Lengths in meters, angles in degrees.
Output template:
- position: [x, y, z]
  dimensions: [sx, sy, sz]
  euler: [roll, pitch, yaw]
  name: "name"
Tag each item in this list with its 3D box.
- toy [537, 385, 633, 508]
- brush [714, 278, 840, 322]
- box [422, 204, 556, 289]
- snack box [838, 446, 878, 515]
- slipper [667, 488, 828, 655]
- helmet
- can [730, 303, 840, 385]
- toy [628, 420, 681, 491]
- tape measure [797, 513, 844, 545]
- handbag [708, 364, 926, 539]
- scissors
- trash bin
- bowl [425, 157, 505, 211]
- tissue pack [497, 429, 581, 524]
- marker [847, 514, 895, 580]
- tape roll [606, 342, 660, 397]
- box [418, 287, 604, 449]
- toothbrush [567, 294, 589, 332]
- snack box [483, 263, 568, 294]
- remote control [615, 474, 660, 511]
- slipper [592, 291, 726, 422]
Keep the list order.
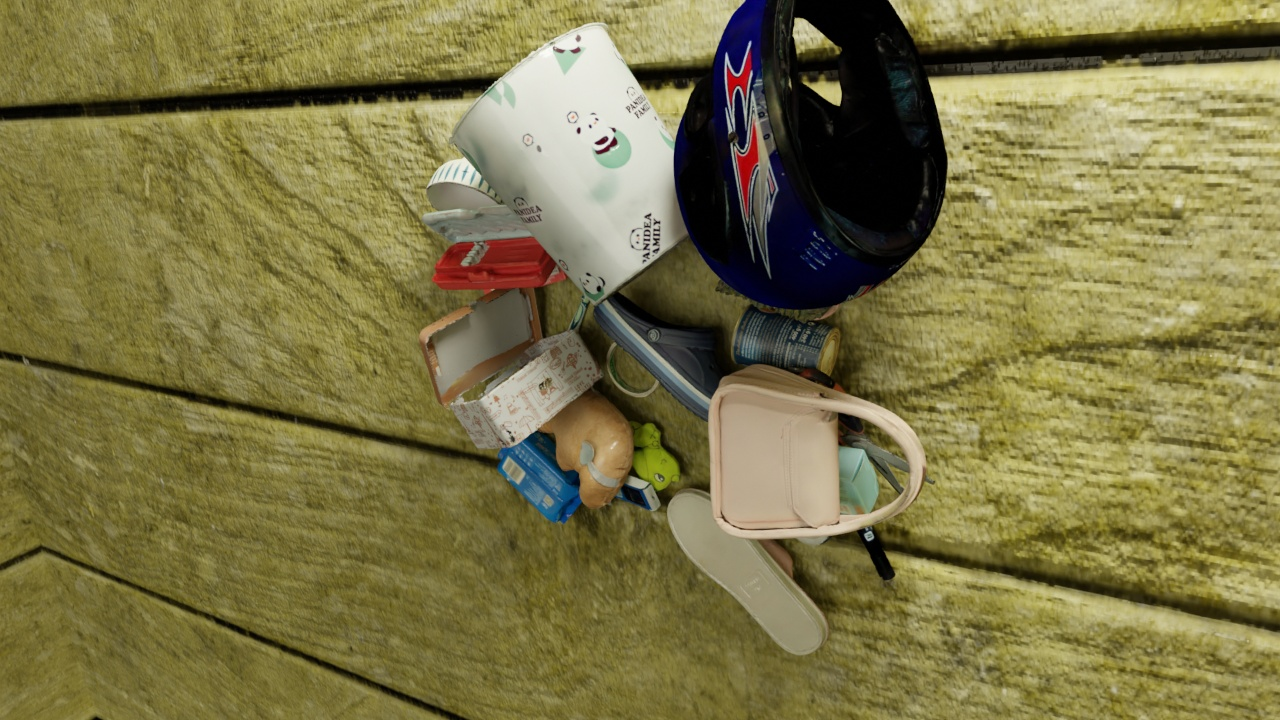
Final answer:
- position: [-0.086, 0.101, 1.293]
  dimensions: [0.226, 0.082, 0.143]
  euler: [45, 114, 44]
  name: "toy"
- position: [0.163, -0.090, 1.065]
  dimensions: [0.146, 0.072, 0.063]
  euler: [22, 119, 19]
  name: "brush"
- position: [-0.210, -0.159, 1.225]
  dimensions: [0.202, 0.095, 0.101]
  euler: [1, 143, 35]
  name: "box"
- position: [0.197, 0.139, 1.121]
  dimensions: [0.175, 0.051, 0.074]
  euler: [5, 141, 36]
  name: "snack box"
- position: [0.146, 0.275, 1.231]
  dimensions: [0.274, 0.054, 0.114]
  euler: [45, 126, 14]
  name: "slipper"
- position: [0.148, -0.207, 0.928]
  dimensions: [0.241, 0.246, 0.315]
  euler: [-8, 99, 58]
  name: "helmet"
- position: [0.173, -0.017, 1.085]
  dimensions: [0.111, 0.075, 0.075]
  euler: [17, 117, 26]
  name: "can"
- position: [0.013, 0.133, 1.275]
  dimensions: [0.097, 0.031, 0.100]
  euler: [4, 107, 37]
  name: "toy"
- position: [0.220, 0.200, 1.167]
  dimensions: [0.066, 0.033, 0.066]
  euler: [31, 120, 21]
  name: "tape measure"
- position: [0.194, 0.110, 1.016]
  dimensions: [0.235, 0.093, 0.193]
  euler: [5, 112, 27]
  name: "handbag"
- position: [0.239, 0.083, 1.072]
  dimensions: [0.226, 0.015, 0.189]
  euler: [15, 143, 27]
  name: "scissors"
- position: [-0.054, -0.218, 1.072]
  dimensions: [0.230, 0.228, 0.252]
  euler: [-35, 94, 37]
  name: "trash bin"
- position: [-0.226, -0.234, 1.249]
  dimensions: [0.117, 0.116, 0.066]
  euler: [1, 64, 32]
  name: "bowl"
- position: [-0.146, 0.168, 1.378]
  dimensions: [0.157, 0.052, 0.095]
  euler: [42, 127, 12]
  name: "tissue pack"
- position: [0.280, 0.213, 1.143]
  dimensions: [0.132, 0.020, 0.022]
  euler: [62, 156, -4]
  name: "marker"
- position: [-0.007, 0.007, 1.249]
  dimensions: [0.086, 0.013, 0.086]
  euler: [13, 115, 28]
  name: "tape roll"
- position: [-0.183, -0.006, 1.234]
  dimensions: [0.155, 0.182, 0.185]
  euler: [-9, 115, 56]
  name: "box"
- position: [-0.079, -0.078, 1.259]
  dimensions: [0.016, 0.018, 0.192]
  euler: [35, 123, 16]
  name: "toothbrush"
- position: [-0.167, -0.136, 1.287]
  dimensions: [0.153, 0.025, 0.075]
  euler: [-12, 102, 35]
  name: "snack box"
- position: [-0.028, 0.177, 1.306]
  dimensions: [0.125, 0.024, 0.049]
  euler: [15, 142, 40]
  name: "remote control"
- position: [0.054, -0.012, 1.156]
  dimensions: [0.253, 0.105, 0.095]
  euler: [40, 105, 11]
  name: "slipper"
